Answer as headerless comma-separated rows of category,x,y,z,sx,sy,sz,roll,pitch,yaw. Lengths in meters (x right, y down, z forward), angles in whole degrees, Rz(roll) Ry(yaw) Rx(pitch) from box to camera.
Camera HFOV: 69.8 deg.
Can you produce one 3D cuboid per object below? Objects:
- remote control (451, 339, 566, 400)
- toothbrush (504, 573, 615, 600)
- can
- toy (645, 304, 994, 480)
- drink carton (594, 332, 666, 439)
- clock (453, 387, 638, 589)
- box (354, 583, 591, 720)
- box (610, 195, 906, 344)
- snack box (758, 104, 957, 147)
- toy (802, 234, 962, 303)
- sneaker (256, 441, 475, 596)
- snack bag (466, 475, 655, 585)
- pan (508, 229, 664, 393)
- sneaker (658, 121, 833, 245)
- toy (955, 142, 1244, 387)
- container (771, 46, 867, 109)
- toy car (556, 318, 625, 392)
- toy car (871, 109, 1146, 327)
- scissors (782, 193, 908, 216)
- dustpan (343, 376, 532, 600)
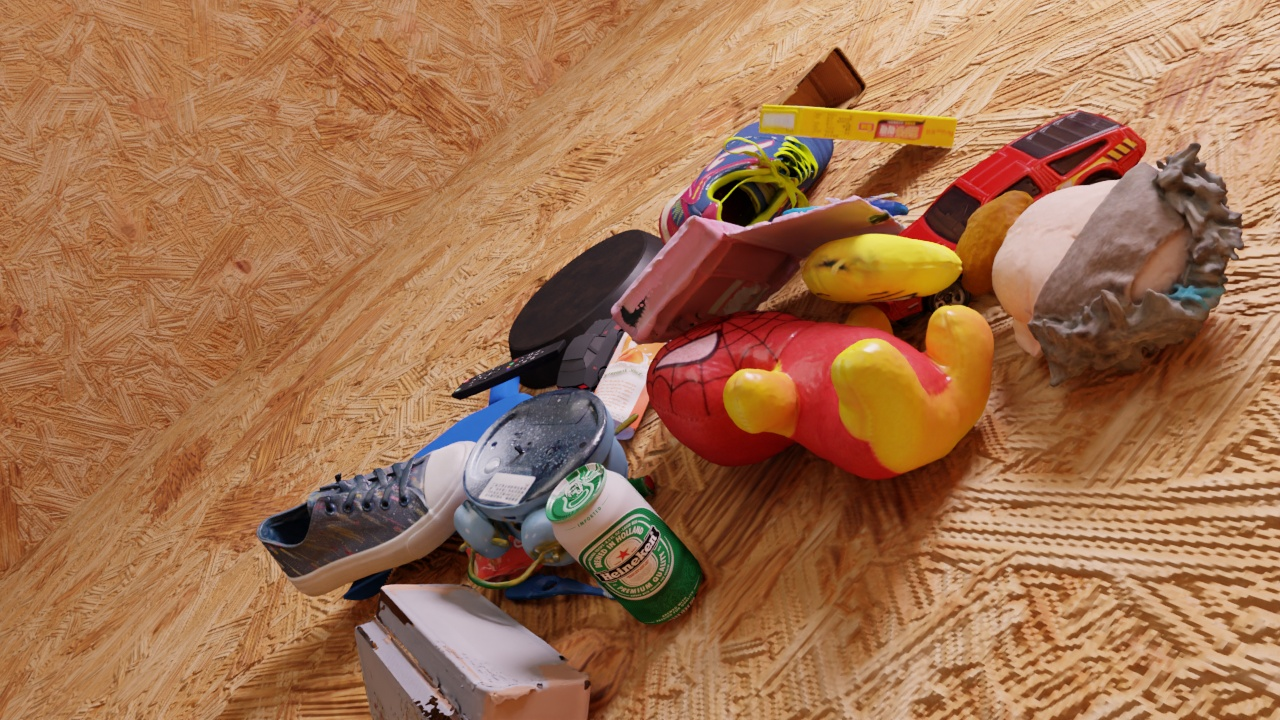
remote control,-0.128,0.010,0.899,0.125,0.010,0.039,-22,16,21
toothbrush,-0.056,0.158,0.637,0.133,0.016,0.021,-15,30,44
can,-0.008,0.110,0.543,0.053,0.101,0.053,-32,24,16
toy,0.092,0.017,0.549,0.147,0.099,0.217,-9,4,-37
drink carton,-0.005,0.005,0.777,0.069,0.039,0.122,0,55,43
clock,-0.073,0.090,0.655,0.118,0.060,0.161,0,44,38
box,-0.113,0.204,0.589,0.107,0.094,0.217,-24,14,-27
box,0.090,-0.075,0.651,0.180,0.059,0.232,-30,-9,20
snack box,0.186,-0.202,0.790,0.152,0.025,0.075,-1,16,-17
toy,0.146,-0.055,0.557,0.094,0.041,0.096,-2,3,-40
sneaker,-0.230,0.126,0.769,0.236,0.079,0.087,-29,34,23
snack bag,-0.058,0.121,0.689,0.155,0.044,0.087,-25,26,18
pan,-0.052,-0.039,0.948,0.249,0.043,0.355,-36,24,10
sneaker,0.123,-0.164,0.844,0.241,0.116,0.091,-43,12,-33
toy,0.239,-0.052,0.500,0.133,0.076,0.176,-53,25,5
container,0.186,-0.282,1.012,0.113,0.063,0.061,-49,17,-19
toy car,-0.044,-0.007,0.822,0.042,0.036,0.091,-6,46,39
toy car,0.233,-0.095,0.612,0.189,0.056,0.081,-37,22,12
scissors,0.158,-0.110,0.644,0.110,0.015,0.132,-3,1,-12
dustpan,-0.152,0.083,0.864,0.246,0.059,0.257,-31,35,20
